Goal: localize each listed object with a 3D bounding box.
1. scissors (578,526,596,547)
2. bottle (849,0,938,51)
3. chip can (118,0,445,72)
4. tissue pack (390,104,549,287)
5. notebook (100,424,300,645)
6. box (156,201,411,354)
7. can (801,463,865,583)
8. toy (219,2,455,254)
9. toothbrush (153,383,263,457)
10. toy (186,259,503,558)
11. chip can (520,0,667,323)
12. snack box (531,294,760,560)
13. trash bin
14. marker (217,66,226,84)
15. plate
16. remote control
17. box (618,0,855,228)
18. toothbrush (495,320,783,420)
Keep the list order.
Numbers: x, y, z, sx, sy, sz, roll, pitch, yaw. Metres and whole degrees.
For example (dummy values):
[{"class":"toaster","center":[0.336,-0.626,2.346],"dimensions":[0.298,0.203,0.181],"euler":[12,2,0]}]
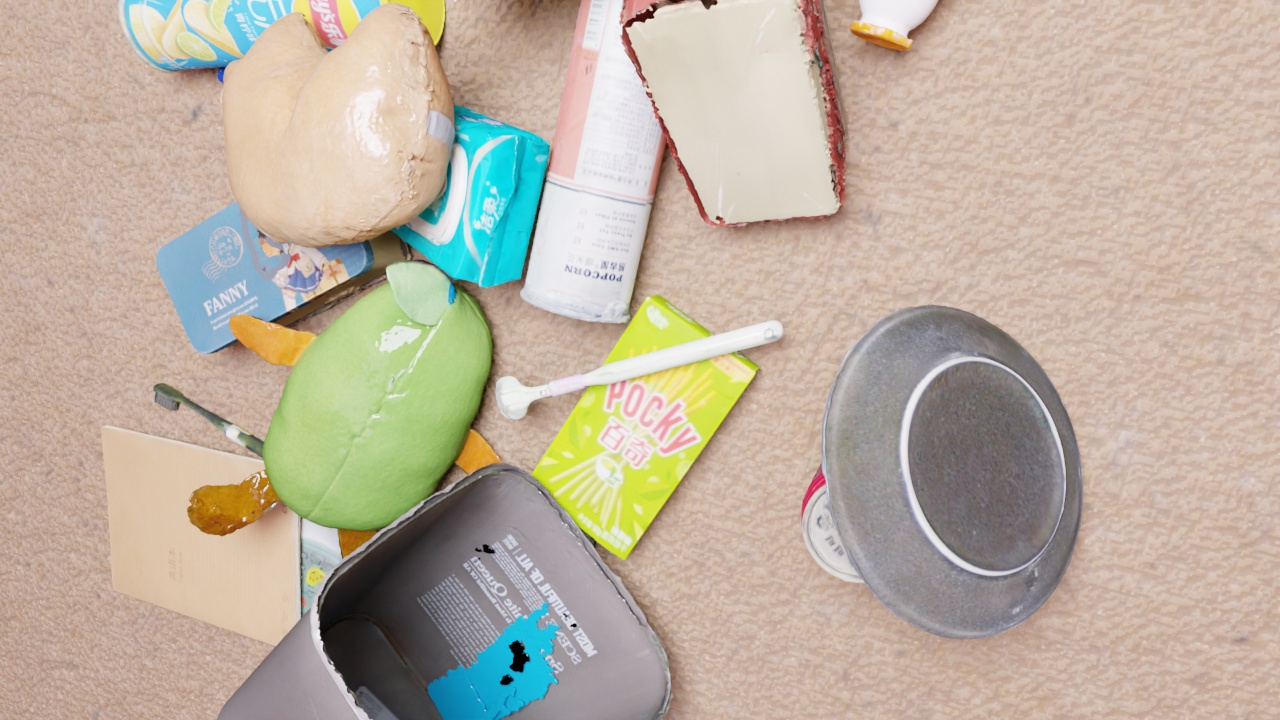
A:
[{"class":"scissors","center":[-0.036,0.138,0.642],"dimensions":[0.172,0.014,0.146],"euler":[-31,88,18]},{"class":"bottle","center":[0.147,-0.223,0.486],"dimensions":[0.063,0.063,0.108],"euler":[23,105,14]},{"class":"chip can","center":[-0.240,-0.234,0.612],"dimensions":[0.210,0.071,0.071],"euler":[2,100,19]},{"class":"tissue pack","center":[-0.111,-0.107,0.574],"dimensions":[0.133,0.050,0.093],"euler":[32,113,46]},{"class":"notebook","center":[-0.354,0.140,0.738],"dimensions":[0.212,0.012,0.149],"euler":[8,102,24]},{"class":"box","center":[-0.258,-0.071,0.653],"dimensions":[0.185,0.061,0.090],"euler":[-25,90,19]},{"class":"can","center":[0.130,0.083,0.529],"dimensions":[0.067,0.093,0.066],"euler":[3,100,18]},{"class":"toy","center":[-0.205,-0.137,0.553],"dimensions":[0.226,0.082,0.143],"euler":[10,86,34]},{"class":"toothbrush","center":[-0.310,0.065,0.720],"dimensions":[0.186,0.012,0.017],"euler":[27,113,13]},{"class":"toy","center":[-0.185,0.043,0.631],"dimensions":[0.227,0.090,0.247],"euler":[33,102,-17]},{"class":"chip can","center":[-0.018,-0.135,0.554],"dimensions":[0.071,0.071,0.215],"euler":[17,104,15]},{"class":"snack box","center":[0.000,0.044,0.599],"dimensions":[0.086,0.026,0.156],"euler":[36,105,9]},{"class":"trash bin","center":[-0.136,0.215,0.585],"dimensions":[0.220,0.198,0.199],"euler":[-39,87,37]},{"class":"marker","center":[-0.239,-0.178,0.651],"dimensions":[0.146,0.016,0.017],"euler":[25,106,13]},{"class":"plate","center":[0.175,0.055,0.483],"dimensions":[0.024,0.179,0.179],"euler":[-23,92,62]},{"class":"remote control","center":[-0.249,0.176,0.714],"dimensions":[0.056,0.019,0.135],"euler":[24,106,14]},{"class":"box","center":[0.056,-0.136,0.470],"dimensions":[0.091,0.168,0.080],"euler":[-4,62,19]},{"class":"toothbrush","center":[-0.003,0.003,0.571],"dimensions":[0.190,0.020,0.029],"euler":[-15,97,17]}]
